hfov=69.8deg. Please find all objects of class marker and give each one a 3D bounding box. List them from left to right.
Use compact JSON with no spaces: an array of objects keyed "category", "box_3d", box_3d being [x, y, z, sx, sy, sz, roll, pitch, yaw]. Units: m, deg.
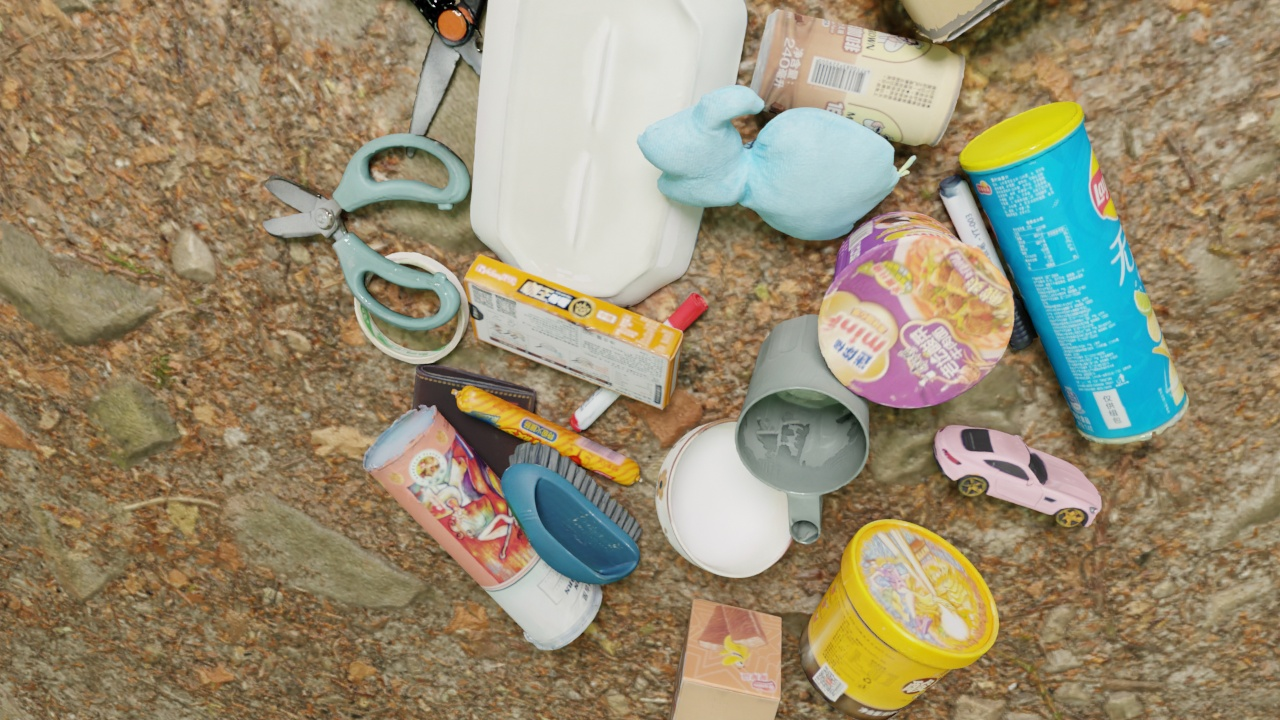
[{"category":"marker","box_3d":[-0.004,0.004,0.678,0.017,0.017,0.145,39,116,-10]},{"category":"marker","box_3d":[0.230,-0.064,0.604,0.023,0.018,0.131,-27,110,12]}]

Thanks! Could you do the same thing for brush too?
[{"category":"brush","box_3d":[-0.053,0.126,0.701,0.055,0.073,0.144,-23,126,29]}]

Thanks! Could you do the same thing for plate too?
[{"category":"plate","box_3d":[-0.029,-0.145,0.586,0.162,0.034,0.266,13,123,0]}]

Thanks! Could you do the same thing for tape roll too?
[{"category":"tape roll","box_3d":[-0.171,-0.039,0.687,0.086,0.013,0.086,4,117,8]}]

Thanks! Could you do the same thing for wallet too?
[{"category":"wallet","box_3d":[-0.137,0.066,0.731,0.096,0.020,0.122,13,119,1]}]

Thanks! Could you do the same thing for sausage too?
[{"category":"sausage","box_3d":[-0.069,0.058,0.701,0.165,0.021,0.021,26,118,-15]}]

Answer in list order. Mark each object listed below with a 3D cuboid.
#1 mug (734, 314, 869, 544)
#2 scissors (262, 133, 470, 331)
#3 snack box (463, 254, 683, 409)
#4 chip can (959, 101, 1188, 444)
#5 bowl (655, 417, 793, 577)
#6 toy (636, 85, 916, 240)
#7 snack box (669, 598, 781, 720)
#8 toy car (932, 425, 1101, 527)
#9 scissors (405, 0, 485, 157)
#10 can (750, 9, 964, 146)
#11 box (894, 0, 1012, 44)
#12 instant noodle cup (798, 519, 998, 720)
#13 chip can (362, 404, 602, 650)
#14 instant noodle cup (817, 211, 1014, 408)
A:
[{"category":"mug","box_3d":[0.114,0.044,0.626,0.084,0.103,0.124,1,121,15]},{"category":"scissors","box_3d":[-0.188,-0.109,0.644,0.176,0.019,0.172,33,113,5]},{"category":"snack box","box_3d":[-0.047,-0.018,0.638,0.154,0.026,0.075,21,151,9]},{"category":"chip can","box_3d":[0.273,-0.050,0.573,0.071,0.071,0.210,-24,110,20]},{"category":"bowl","box_3d":[0.058,0.101,0.680,0.113,0.113,0.062,45,158,-13]},{"category":"toy","box_3d":[0.086,-0.115,0.552,0.156,0.049,0.161,-5,156,14]},{"category":"snack box","box_3d":[0.069,0.268,0.753,0.077,0.094,0.093,11,117,3]},{"category":"toy car","box_3d":[0.266,0.077,0.647,0.122,0.056,0.037,18,125,0]},{"category":"scissors","box_3d":[-0.117,-0.235,0.579,0.233,0.021,0.221,44,120,-14]},{"category":"can","box_3d":[0.126,-0.167,0.546,0.116,0.058,0.059,13,118,3]},{"category":"box","box_3d":[0.201,-0.241,0.481,0.185,0.089,0.062,-31,114,21]},{"category":"instant noodle cup","box_3d":[0.185,0.202,0.693,0.118,0.118,0.115,24,125,-3]},{"category":"chip can","box_3d":[-0.120,0.133,0.718,0.071,0.071,0.215,-28,115,21]},{"category":"instant noodle cup","box_3d":[0.168,-0.040,0.580,0.111,0.099,0.112,4,116,8]}]
